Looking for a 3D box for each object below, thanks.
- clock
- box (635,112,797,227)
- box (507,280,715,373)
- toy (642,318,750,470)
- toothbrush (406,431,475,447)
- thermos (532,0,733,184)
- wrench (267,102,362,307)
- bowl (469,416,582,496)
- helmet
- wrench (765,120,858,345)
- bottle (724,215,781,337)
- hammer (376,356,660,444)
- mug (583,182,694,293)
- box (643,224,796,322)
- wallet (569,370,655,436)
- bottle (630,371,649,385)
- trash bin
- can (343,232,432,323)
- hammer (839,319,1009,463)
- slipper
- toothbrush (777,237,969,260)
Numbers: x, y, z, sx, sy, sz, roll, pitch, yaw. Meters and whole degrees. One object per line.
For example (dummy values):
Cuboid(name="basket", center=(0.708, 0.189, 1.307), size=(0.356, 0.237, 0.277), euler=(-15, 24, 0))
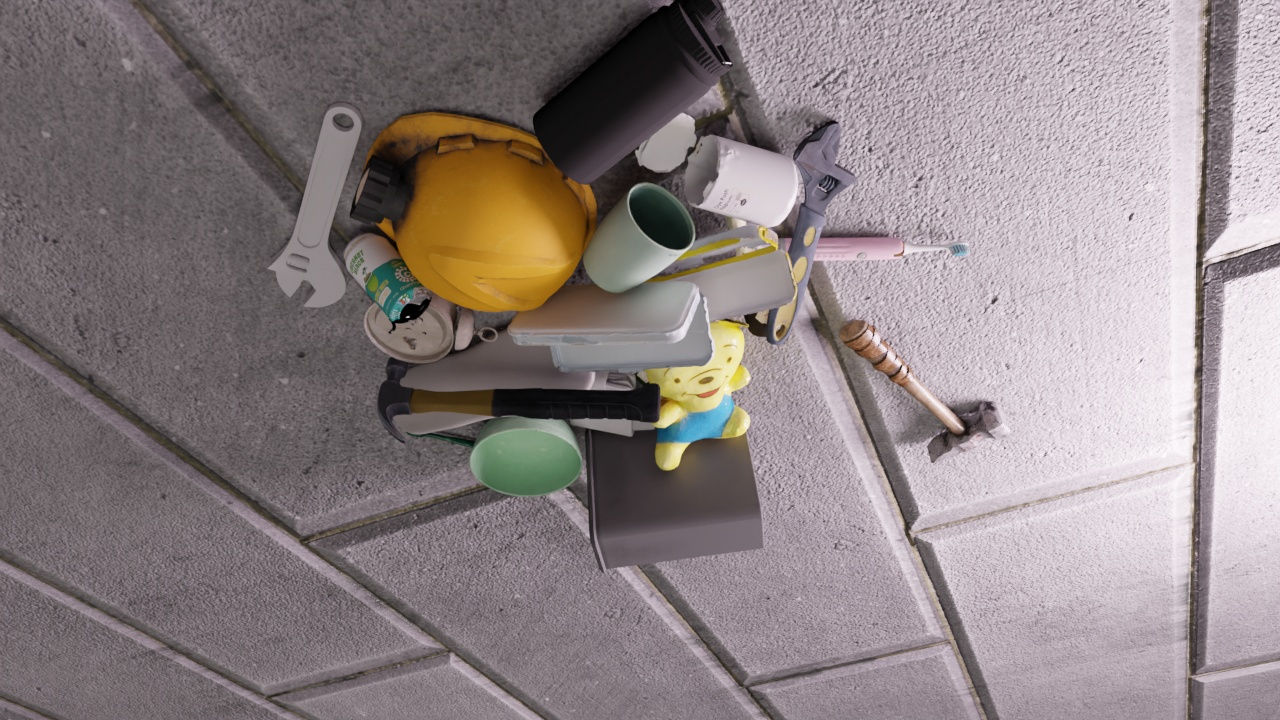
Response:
Cuboid(name="clock", center=(-0.245, -0.049, 1.080), size=(0.157, 0.061, 0.104), euler=(12, 135, -5))
Cuboid(name="box", center=(0.074, -0.191, 0.934), size=(0.166, 0.092, 0.084), euler=(9, 140, -26))
Cuboid(name="box", center=(-0.024, -0.018, 1.026), size=(0.215, 0.106, 0.127), euler=(1, 134, 23))
Cuboid(name="toy", center=(0.067, 0.028, 1.160), size=(0.148, 0.084, 0.214), euler=(-22, 134, -12))
Cuboid(name="toothbrush", center=(-0.233, 0.115, 1.288), size=(0.189, 0.016, 0.017), euler=(15, 130, -19))
Cuboid(name="thermos", center=(0.000, -0.255, 0.852), size=(0.199, 0.086, 0.086), euler=(-32, 130, 27))
Cuboid(name="wrench", center=(-0.336, -0.158, 0.988), size=(0.086, 0.018, 0.274), euler=(17, 132, -21))
Cuboid(name="bowl", center=(-0.154, 0.113, 1.246), size=(0.151, 0.076, 0.151), euler=(-2, 137, -2))
Cuboid(name="helmet", center=(-0.166, -0.127, 0.949), size=(0.255, 0.131, 0.206), euler=(20, 132, -25))
Cuboid(name="wrench", center=(0.180, -0.131, 1.010), size=(0.073, 0.022, 0.274), euler=(3, 126, -12))
Cuboid(name="bottle", center=(0.126, -0.103, 1.053), size=(0.045, 0.045, 0.185), euler=(-14, 136, 11))
Cuboid(name="hammer", center=(-0.144, 0.050, 1.072), size=(0.333, 0.117, 0.025), euler=(1, 141, 3))
Cuboid(name="mug", center=(-0.006, -0.134, 0.964), size=(0.084, 0.111, 0.104), euler=(25, 141, -24))
Cuboid(name="box", center=(0.064, -0.092, 1.022), size=(0.210, 0.057, 0.117), euler=(-13, 130, 33))
Cuboid(name="wallet", center=(-0.036, 0.055, 1.200), size=(0.115, 0.037, 0.119), euler=(10, 142, 9))
Cuboid(name="bottle", center=(-0.007, 0.007, 1.179), size=(0.025, 0.025, 0.106), euler=(-28, 132, 24))
Cuboid(name="trash bin", center=(0.043, 0.172, 1.242), size=(0.220, 0.191, 0.098), euler=(-8, 137, 3))
Cuboid(name="can", center=(-0.275, -0.090, 0.999), size=(0.054, 0.101, 0.055), euler=(-39, 161, -16))
Cuboid(name="hammer", center=(0.369, 0.039, 1.228), size=(0.122, 0.048, 0.318), euler=(-32, 129, 31))
Cuboid(name="slipper", center=(-0.183, 0.025, 1.155), size=(0.266, 0.080, 0.113), euler=(-16, 91, 8))
Cuboid(name="toothbrush", center=(0.267, -0.128, 1.050), size=(0.222, 0.026, 0.027), euler=(-1, 149, -2))
